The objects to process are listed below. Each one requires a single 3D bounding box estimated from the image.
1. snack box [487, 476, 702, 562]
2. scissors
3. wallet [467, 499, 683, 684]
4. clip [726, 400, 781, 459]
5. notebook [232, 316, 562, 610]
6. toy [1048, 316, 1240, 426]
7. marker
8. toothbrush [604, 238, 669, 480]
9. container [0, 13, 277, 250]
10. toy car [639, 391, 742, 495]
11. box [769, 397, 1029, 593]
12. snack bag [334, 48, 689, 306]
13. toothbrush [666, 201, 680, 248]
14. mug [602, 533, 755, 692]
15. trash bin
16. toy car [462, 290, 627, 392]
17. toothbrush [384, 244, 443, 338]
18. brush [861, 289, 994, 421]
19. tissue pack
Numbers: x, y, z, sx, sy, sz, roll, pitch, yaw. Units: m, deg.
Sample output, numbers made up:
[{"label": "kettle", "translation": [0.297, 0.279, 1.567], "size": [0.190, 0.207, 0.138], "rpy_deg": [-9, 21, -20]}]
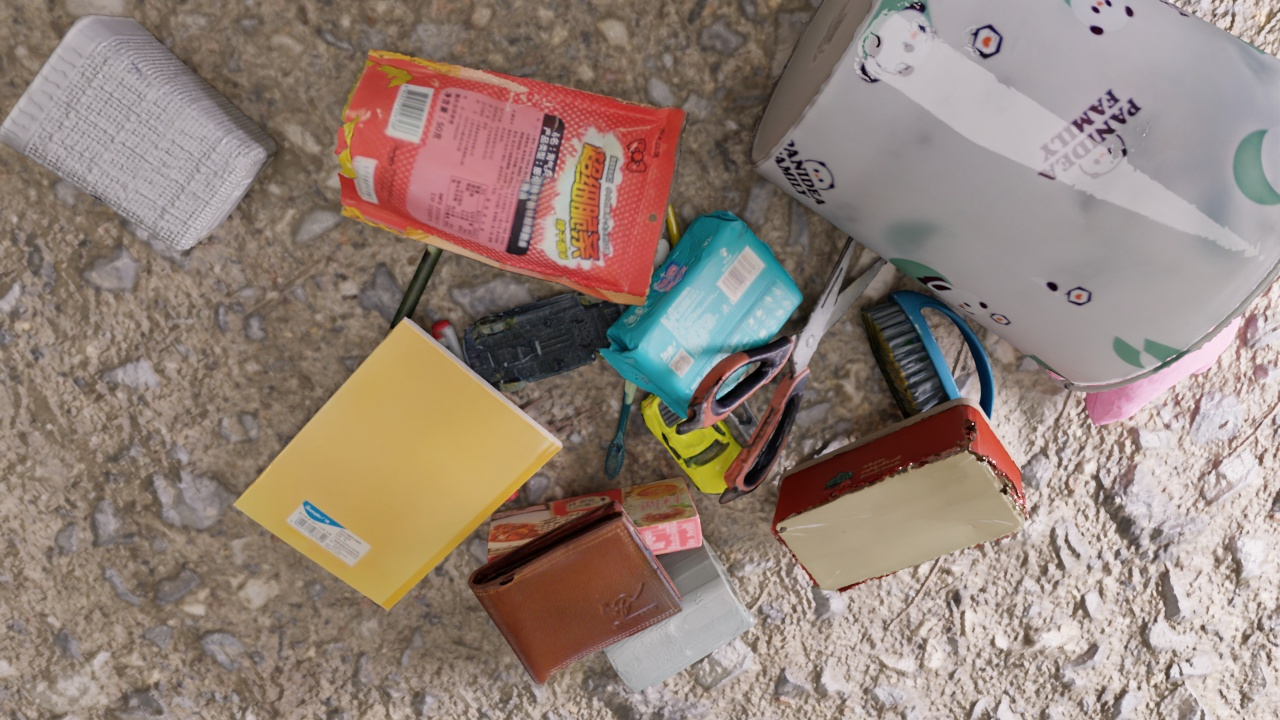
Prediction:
[{"label": "snack box", "translation": [-0.035, 0.124, 0.679], "size": [0.153, 0.075, 0.025], "rpy_deg": [-10, 107, -3]}, {"label": "scissors", "translation": [0.103, 0.004, 0.645], "size": [0.225, 0.015, 0.189], "rpy_deg": [-26, 131, -33]}, {"label": "wallet", "translation": [-0.043, 0.163, 0.635], "size": [0.124, 0.032, 0.101], "rpy_deg": [-28, 116, 5]}, {"label": "clip", "translation": [0.085, 0.055, 0.698], "size": [0.036, 0.025, 0.058], "rpy_deg": [-34, 103, -2]}, {"label": "notebook", "translation": [-0.178, 0.083, 0.666], "size": [0.146, 0.010, 0.207], "rpy_deg": [41, 109, -17]}, {"label": "toy", "translation": [0.368, -0.019, 0.670], "size": [0.194, 0.074, 0.179], "rpy_deg": [-6, 126, -27]}, {"label": "marker", "translation": [-0.121, 0.039, 0.673], "size": [0.017, 0.017, 0.145], "rpy_deg": [-18, 108, -1]}, {"label": "toothbrush", "translation": [-0.004, 0.004, 0.668], "size": [0.016, 0.018, 0.192], "rpy_deg": [14, 111, 4]}, {"label": "container", "translation": [-0.297, -0.136, 0.561], "size": [0.114, 0.090, 0.090], "rpy_deg": [39, 100, -19]}, {"label": "toy car", "translation": [0.044, 0.061, 0.691], "size": [0.048, 0.032, 0.105], "rpy_deg": [-37, 109, 5]}, {"label": "box", "translation": [0.184, 0.107, 0.664], "size": [0.169, 0.078, 0.091], "rpy_deg": [-29, 110, 31]}, {"label": "snack bag", "translation": [-0.083, -0.118, 0.581], "size": [0.208, 0.073, 0.129], "rpy_deg": [14, 101, -1]}, {"label": "toothbrush", "translation": [0.028, -0.061, 0.659], "size": [0.016, 0.015, 0.190], "rpy_deg": [-15, 109, 3]}, {"label": "mug", "translation": [0.029, 0.202, 0.717], "size": [0.103, 0.083, 0.124], "rpy_deg": [-31, 135, 2]}, {"label": "trash bin", "translation": [0.218, -0.138, 0.558], "size": [0.252, 0.229, 0.230], "rpy_deg": [28, 102, -8]}, {"label": "toy car", "translation": [-0.066, -0.017, 0.651], "size": [0.120, 0.036, 0.054], "rpy_deg": [-17, 111, -2]}, {"label": "toothbrush", "translation": [-0.144, -0.080, 0.635], "size": [0.017, 0.012, 0.186], "rpy_deg": [26, 103, -8]}, {"label": "brush", "translation": [0.221, 0.009, 0.682], "size": [0.073, 0.055, 0.144], "rpy_deg": [-27, 108, 4]}, {"label": "tissue pack", "translation": [0.043, -0.029, 0.630], "size": [0.133, 0.050, 0.093], "rpy_deg": [-51, 125, -6]}]
